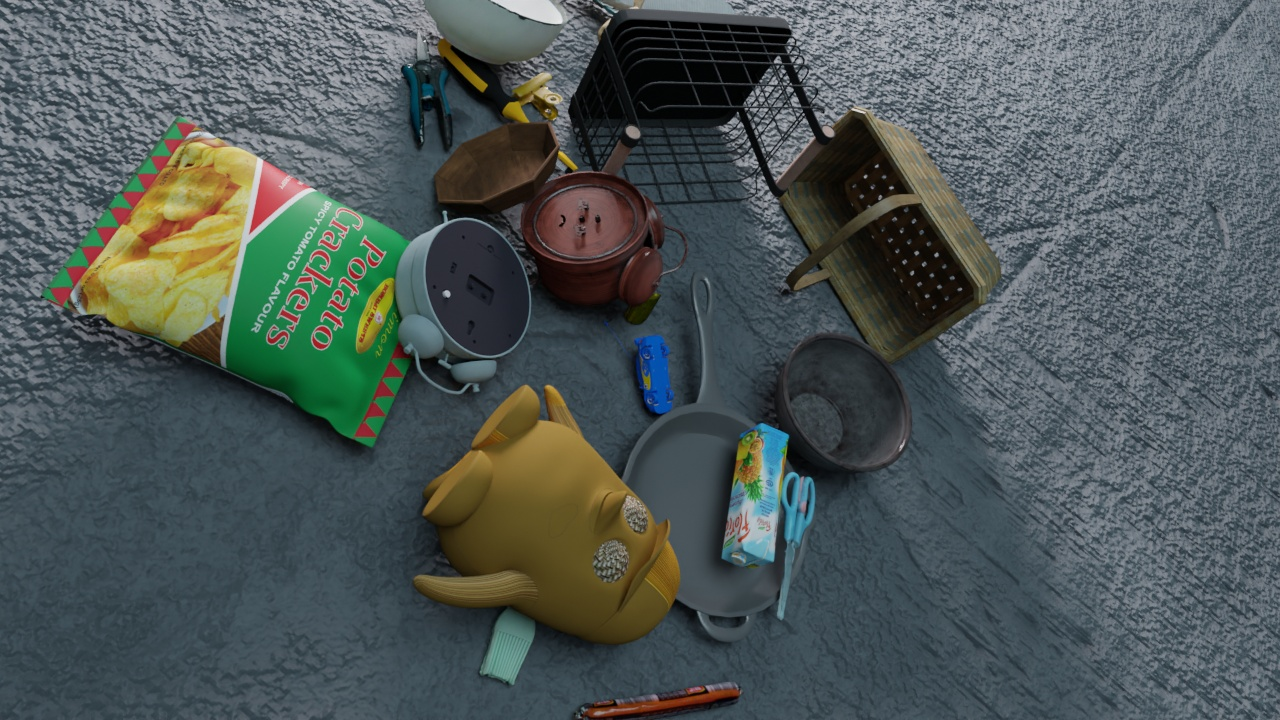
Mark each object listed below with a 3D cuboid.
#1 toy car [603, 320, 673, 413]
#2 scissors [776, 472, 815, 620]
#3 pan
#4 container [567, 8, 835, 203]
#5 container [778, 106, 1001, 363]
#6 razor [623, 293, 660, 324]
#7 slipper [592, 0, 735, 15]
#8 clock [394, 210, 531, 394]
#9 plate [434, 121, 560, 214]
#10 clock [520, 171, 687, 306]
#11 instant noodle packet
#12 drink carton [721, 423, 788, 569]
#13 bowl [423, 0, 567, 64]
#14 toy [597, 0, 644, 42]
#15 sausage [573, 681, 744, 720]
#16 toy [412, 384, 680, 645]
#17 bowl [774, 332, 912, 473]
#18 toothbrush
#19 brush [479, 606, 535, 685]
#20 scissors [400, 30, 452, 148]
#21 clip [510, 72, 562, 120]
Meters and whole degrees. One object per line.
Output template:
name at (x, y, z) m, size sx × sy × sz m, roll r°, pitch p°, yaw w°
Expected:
toy car at (-0.005, 0.005, 0.881) m, size 0.033 × 0.062 × 0.092 m, roll -9°, pitch 94°, yaw -54°
scissors at (0.136, 0.166, 0.827) m, size 0.063 × 0.015 × 0.138 m, roll 39°, pitch 53°, yaw -45°
pan at (0.063, 0.078, 0.855) m, size 0.216 × 0.024 × 0.354 m, roll 9°, pitch 66°, yaw -26°
container at (0.056, -0.249, 0.945) m, size 0.240 × 0.163 × 0.130 m, roll -8°, pitch 69°, yaw -27°
container at (0.249, -0.131, 0.982) m, size 0.185 × 0.158 × 0.250 m, roll -17°, pitch 73°, yaw -41°
razor at (-0.003, -0.091, 0.922) m, size 0.026 × 0.043 × 0.105 m, roll 6°, pitch 53°, yaw -18°
slipper at (0.001, -0.429, 1.088) m, size 0.268 × 0.055 × 0.098 m, roll 18°, pitch 61°, yaw -28°
clock at (-0.155, -0.047, 0.791) m, size 0.122 × 0.045 × 0.159 m, roll 36°, pitch 54°, yaw -42°
plate at (-0.134, -0.180, 0.873) m, size 0.131 × 0.025 × 0.131 m, roll -13°, pitch 43°, yaw 13°
clock at (-0.035, -0.110, 0.863) m, size 0.158 × 0.072 × 0.120 m, roll 2°, pitch 54°, yaw 4°
instant noodle packet at (-0.295, -0.066, 0.739) m, size 0.252 × 0.091 × 0.195 m, roll 28°, pitch 55°, yaw -18°
drink carton at (0.103, 0.121, 0.816) m, size 0.038 × 0.044 × 0.128 m, roll 24°, pitch 58°, yaw -20°
bowl at (-0.158, -0.358, 0.942) m, size 0.153 × 0.073 × 0.153 m, roll 24°, pitch 31°, yaw -16°
toy at (0.012, -0.341, 1.015) m, size 0.108 × 0.134 × 0.105 m, roll 38°, pitch 88°, yaw 4°
sausage at (0.019, 0.281, 0.750) m, size 0.155 × 0.020 × 0.020 m, roll 0°, pitch 65°, yaw -24°
toy at (-0.055, 0.135, 0.703) m, size 0.203 × 0.163 × 0.198 m, roll 41°, pitch 50°, yaw -12°
bowl at (0.190, 0.051, 0.912) m, size 0.145 × 0.067 × 0.144 m, roll 10°, pitch 62°, yaw -19°
toothbrush at (-0.137, -0.262, 0.944) m, size 0.196 × 0.031 × 0.031 m, roll 44°, pitch 23°, yaw 4°
brush at (-0.084, 0.162, 0.770) m, size 0.033 × 0.012 × 0.217 m, roll 25°, pitch 56°, yaw -10°
scissors at (-0.220, -0.273, 0.922) m, size 0.129 × 0.019 × 0.137 m, roll 39°, pitch 54°, yaw -1°
clip at (-0.107, -0.276, 0.979) m, size 0.047 × 0.039 × 0.052 m, roll 42°, pitch 54°, yaw 5°
